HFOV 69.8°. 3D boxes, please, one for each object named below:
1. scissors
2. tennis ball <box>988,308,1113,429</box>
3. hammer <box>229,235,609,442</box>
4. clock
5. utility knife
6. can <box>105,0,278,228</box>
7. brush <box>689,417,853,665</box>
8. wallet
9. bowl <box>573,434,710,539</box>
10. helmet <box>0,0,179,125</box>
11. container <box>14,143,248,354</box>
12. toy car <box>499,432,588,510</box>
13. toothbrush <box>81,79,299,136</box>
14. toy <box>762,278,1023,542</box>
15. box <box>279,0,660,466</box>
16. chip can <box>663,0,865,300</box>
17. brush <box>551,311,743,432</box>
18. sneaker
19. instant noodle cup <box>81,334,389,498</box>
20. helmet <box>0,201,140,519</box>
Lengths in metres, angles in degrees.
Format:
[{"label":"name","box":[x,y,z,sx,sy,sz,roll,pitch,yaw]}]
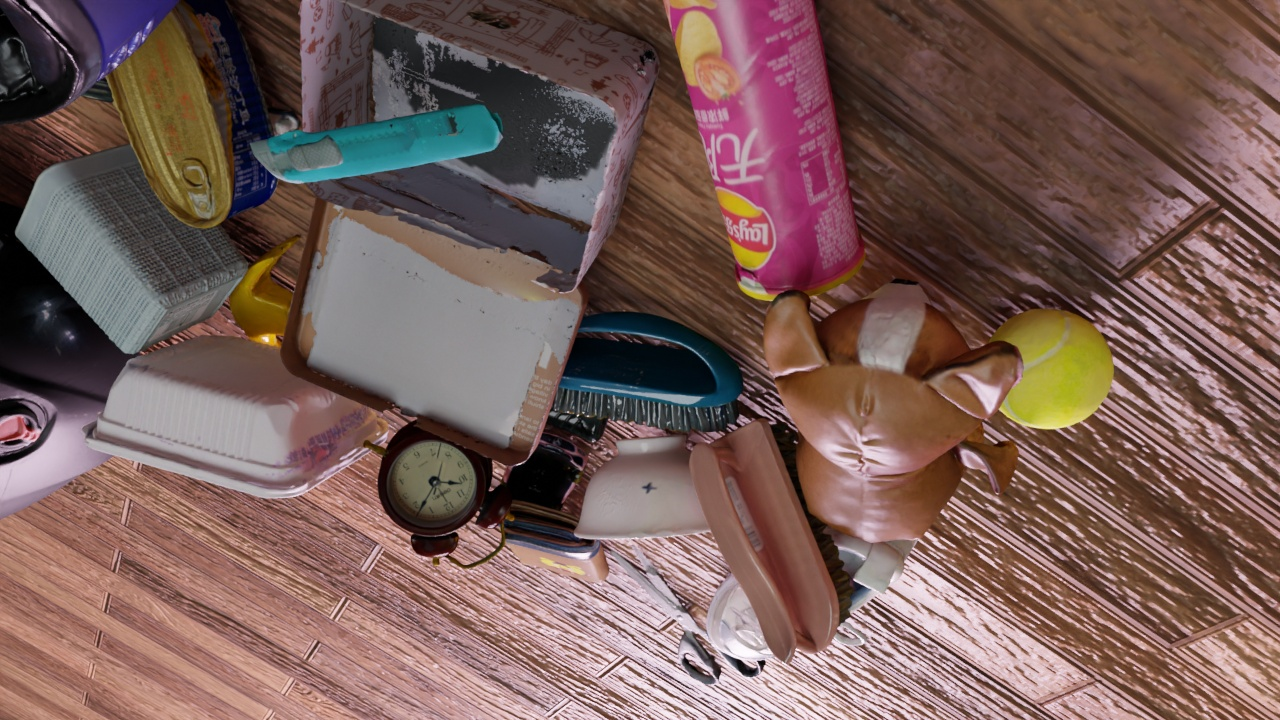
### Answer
[{"label":"scissors","box":[0.043,0.221,0.791,0.156,0.014,0.169,13,129,14]},{"label":"tennis ball","box":[0.221,0.005,0.500,0.065,0.065,0.066,12,131,13]},{"label":"hammer","box":[-0.167,-0.003,0.676,0.301,0.032,0.129,19,133,7]},{"label":"clock","box":[-0.143,0.095,0.667,0.082,0.055,0.122,-30,99,-4]},{"label":"utility knife","box":[-0.138,-0.110,0.470,0.151,0.012,0.029,-4,120,22]},{"label":"can","box":[-0.274,-0.159,0.561,0.075,0.049,0.148,2,116,22]},{"label":"brush","box":[0.081,0.114,0.577,0.063,0.072,0.145,-33,72,43]},{"label":"wallet","box":[-0.071,0.147,0.736,0.090,0.033,0.115,14,158,9]},{"label":"bowl","box":[0.009,0.086,0.646,0.118,0.118,0.064,-7,85,27]},{"label":"helmet","box":[-0.344,-0.250,0.400,0.316,0.240,0.247,2,164,12]},{"label":"container","box":[-0.345,-0.076,0.633,0.090,0.089,0.111,-35,95,39]},{"label":"toy car","box":[-0.074,0.083,0.697,0.056,0.037,0.123,21,148,-7]},{"label":"toothbrush","box":[-0.309,-0.170,0.609,0.181,0.018,0.016,13,134,14]},{"label":"toy","box":[0.134,0.022,0.499,0.140,0.130,0.199,8,161,21]},{"label":"box","box":[-0.112,-0.077,0.542,0.179,0.105,0.261,22,132,4]},{"label":"chip can","box":[0.057,-0.135,0.449,0.071,0.071,0.211,-4,125,25]},{"label":"brush","box":[-0.004,0.004,0.599,0.144,0.055,0.074,9,125,16]},{"label":"sneaker","box":[0.118,0.180,0.671,0.089,0.090,0.243,31,133,-3]},{"label":"instant noodle cup","box":[-0.281,0.030,0.652,0.173,0.137,0.060,14,109,12]},{"label":"helmet","box":[-0.496,-0.008,0.677,0.233,0.229,0.276,45,135,17]}]
